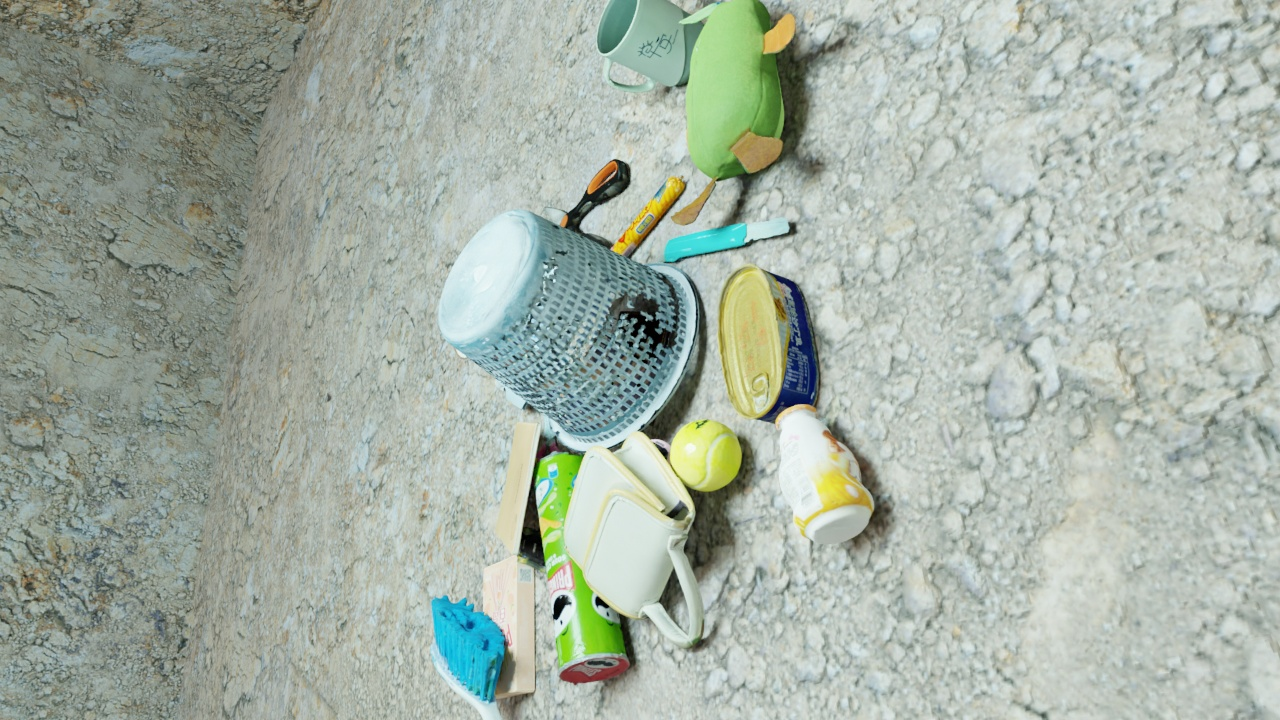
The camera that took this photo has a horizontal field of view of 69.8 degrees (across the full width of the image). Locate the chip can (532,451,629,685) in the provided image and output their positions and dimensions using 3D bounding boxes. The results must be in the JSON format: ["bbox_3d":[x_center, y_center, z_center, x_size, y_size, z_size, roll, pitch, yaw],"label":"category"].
[{"bbox_3d":[-0.067,0.212,0.963,0.072,0.072,0.235,-45,43,36],"label":"chip can"}]

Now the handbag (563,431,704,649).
[{"bbox_3d":[0.001,0.177,0.846,0.178,0.063,0.164,49,140,31],"label":"handbag"}]

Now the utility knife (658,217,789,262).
[{"bbox_3d":[0.080,-0.121,0.930,0.210,0.013,0.029,-2,76,58],"label":"utility knife"}]

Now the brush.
[{"bbox_3d":[-0.167,0.373,1.018,0.315,0.060,0.109,21,102,54],"label":"brush"}]

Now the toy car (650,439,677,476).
[{"bbox_3d":[0.014,0.138,0.908,0.056,0.037,0.122,24,110,54],"label":"toy car"}]

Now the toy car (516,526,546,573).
[{"bbox_3d":[-0.112,0.218,1.056,0.091,0.036,0.043,3,79,57],"label":"toy car"}]

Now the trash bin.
[{"bbox_3d":[-0.086,-0.044,0.936,0.227,0.195,0.226,-28,46,34],"label":"trash bin"}]

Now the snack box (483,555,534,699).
[{"bbox_3d":[-0.158,0.317,1.093,0.085,0.026,0.157,-32,52,46],"label":"snack box"}]

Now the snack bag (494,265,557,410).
[{"bbox_3d":[-0.143,-0.035,1.199,0.110,0.038,0.191,22,98,51],"label":"snack bag"}]

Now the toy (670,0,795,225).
[{"bbox_3d":[0.091,-0.258,0.902,0.228,0.090,0.246,-34,47,58],"label":"toy"}]

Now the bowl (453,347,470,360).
[{"bbox_3d":[-0.210,-0.050,1.278,0.114,0.062,0.113,-26,56,47],"label":"bowl"}]

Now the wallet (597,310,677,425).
[{"bbox_3d":[-0.006,0.006,1.002,0.096,0.020,0.122,6,81,51],"label":"wallet"}]

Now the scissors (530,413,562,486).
[{"bbox_3d":[-0.108,0.102,1.117,0.128,0.017,0.133,31,100,57],"label":"scissors"}]

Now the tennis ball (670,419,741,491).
[{"bbox_3d":[0.059,0.086,0.834,0.066,0.065,0.065,-26,57,48],"label":"tennis ball"}]

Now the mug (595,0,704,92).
[{"bbox_3d":[0.009,-0.352,1.038,0.112,0.106,0.082,-56,39,25],"label":"mug"}]

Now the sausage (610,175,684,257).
[{"bbox_3d":[0.000,-0.153,1.051,0.166,0.021,0.021,-47,43,35],"label":"sausage"}]

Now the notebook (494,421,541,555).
[{"bbox_3d":[-0.148,0.145,1.096,0.208,0.008,0.147,167,114,-76],"label":"notebook"}]

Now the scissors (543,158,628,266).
[{"bbox_3d":[-0.078,-0.182,1.182,0.222,0.021,0.220,-54,34,25],"label":"scissors"}]

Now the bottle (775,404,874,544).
[{"bbox_3d":[0.139,0.087,0.721,0.063,0.063,0.108,-47,43,35],"label":"bottle"}]

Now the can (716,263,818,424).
[{"bbox_3d":[0.111,-0.014,0.811,0.075,0.049,0.148,-36,50,44],"label":"can"}]
